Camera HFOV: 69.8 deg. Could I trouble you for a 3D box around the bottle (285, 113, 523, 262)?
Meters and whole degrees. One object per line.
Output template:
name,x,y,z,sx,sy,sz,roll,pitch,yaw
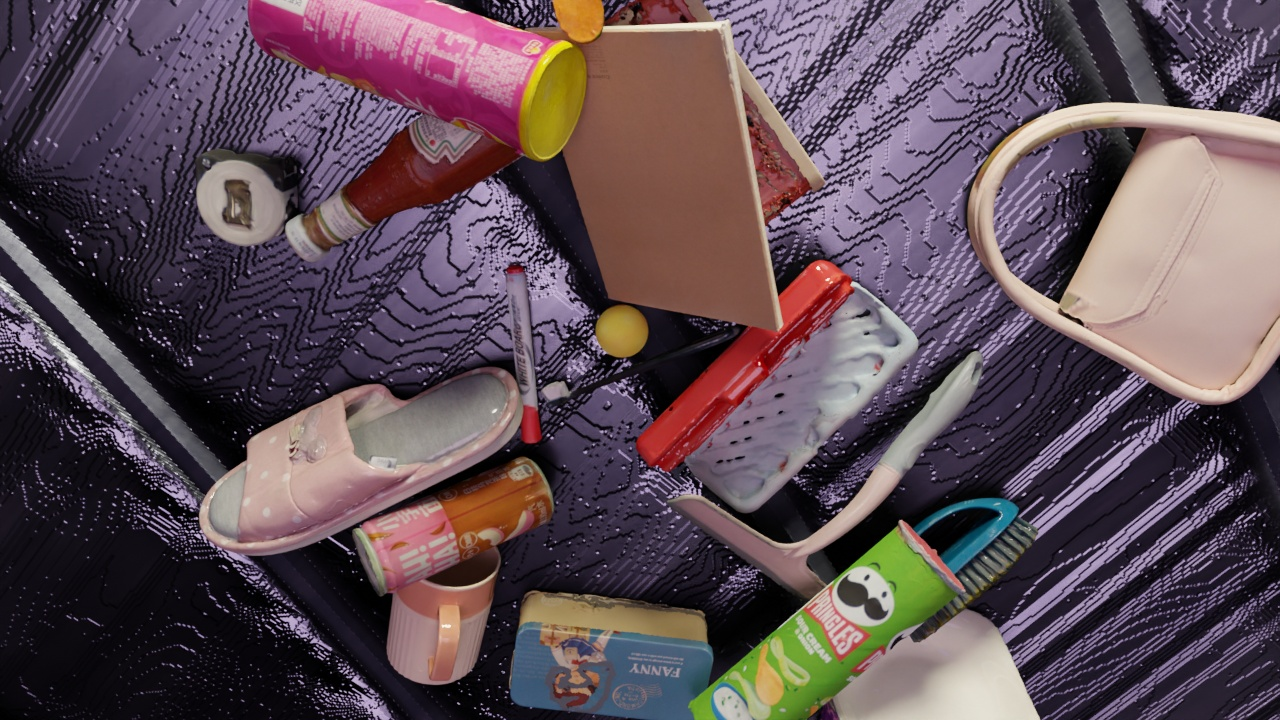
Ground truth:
bottle,-0.158,-0.132,0.644,0.206,0.059,0.060,-28,109,11

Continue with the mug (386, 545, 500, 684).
mug,-0.163,0.210,0.753,0.081,0.114,0.106,6,115,-18

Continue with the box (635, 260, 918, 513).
box,0.106,0.028,0.690,0.098,0.118,0.202,47,106,13

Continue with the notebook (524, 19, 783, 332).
notebook,0.011,-0.116,0.601,0.150,0.012,0.212,13,136,35

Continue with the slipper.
slipper,-0.221,0.069,0.702,0.274,0.114,0.054,-20,134,6

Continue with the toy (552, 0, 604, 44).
toy,-0.012,-0.295,0.542,0.247,0.090,0.226,5,76,19

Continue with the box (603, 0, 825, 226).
box,0.040,-0.166,0.612,0.076,0.091,0.168,-37,107,11

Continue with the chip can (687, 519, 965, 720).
chip can,0.144,0.230,0.732,0.236,0.072,0.072,-43,105,10

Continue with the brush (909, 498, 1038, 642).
brush,0.255,0.166,0.764,0.073,0.055,0.144,44,105,11

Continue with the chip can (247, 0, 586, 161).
chip can,-0.141,-0.193,0.575,0.211,0.071,0.071,24,112,16

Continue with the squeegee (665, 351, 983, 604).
squeegee,0.185,0.090,0.721,0.250,0.040,0.247,-47,124,6

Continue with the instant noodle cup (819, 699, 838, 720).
instant noodle cup,0.203,0.342,0.812,0.111,0.111,0.099,1,102,0

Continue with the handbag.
handbag,0.353,-0.092,0.653,0.234,0.093,0.194,18,111,2

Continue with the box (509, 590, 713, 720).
box,-0.020,0.259,0.800,0.184,0.060,0.090,6,112,0

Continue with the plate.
plate,0.237,0.286,0.756,0.164,0.163,0.034,-3,134,-6

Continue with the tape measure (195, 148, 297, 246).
tape measure,-0.284,-0.117,0.665,0.066,0.033,0.066,6,111,0

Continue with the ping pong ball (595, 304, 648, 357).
ping pong ball,-0.014,-0.022,0.697,0.040,0.040,0.040,0,112,0

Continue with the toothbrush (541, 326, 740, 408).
toothbrush,-0.004,0.004,0.689,0.181,0.015,0.018,-20,103,31

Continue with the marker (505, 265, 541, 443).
marker,-0.092,-0.003,0.718,0.017,0.017,0.145,-2,112,1

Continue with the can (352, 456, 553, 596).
can,-0.143,0.127,0.714,0.147,0.058,0.058,-22,114,-26
